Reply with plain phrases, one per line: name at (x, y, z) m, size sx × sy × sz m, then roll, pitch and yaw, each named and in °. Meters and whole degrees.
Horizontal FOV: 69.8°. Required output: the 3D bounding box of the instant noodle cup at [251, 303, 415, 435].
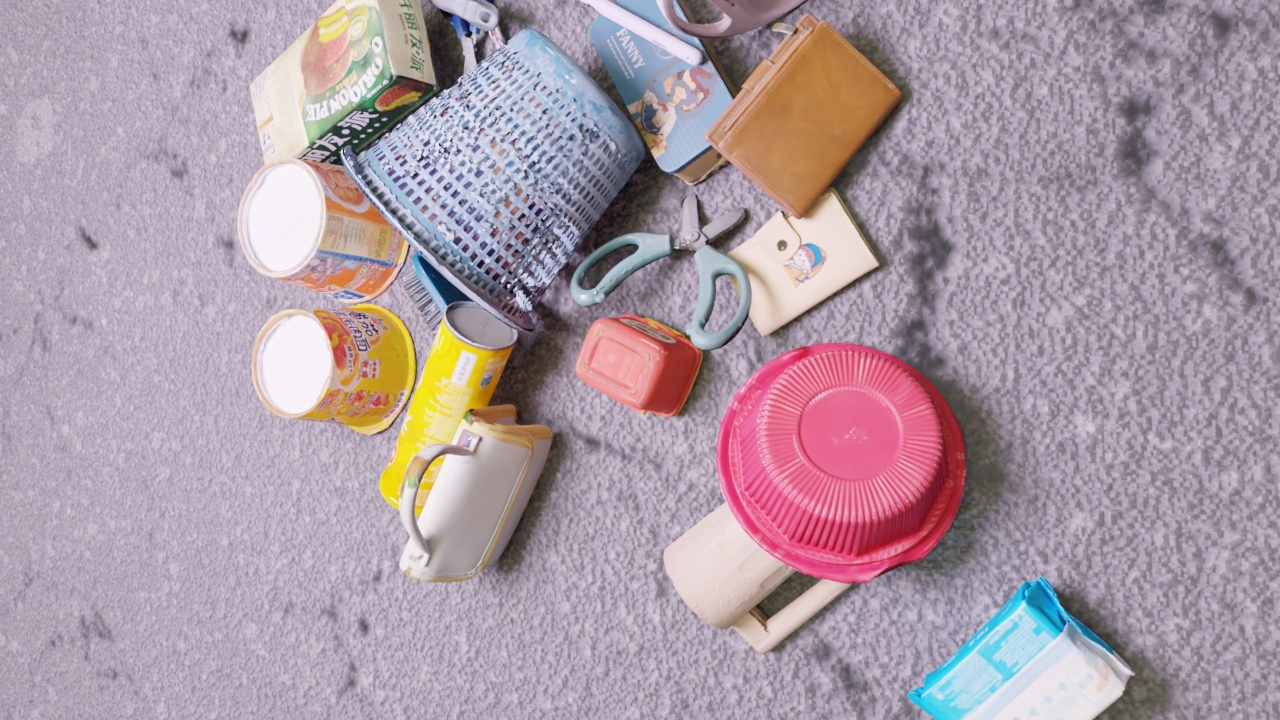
instant noodle cup at (-0.319, 0.005, 0.945) m, size 0.138 × 0.109 × 0.138 m, roll -1°, pitch 88°, yaw 25°

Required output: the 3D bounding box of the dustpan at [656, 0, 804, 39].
dustpan at (0.143, -0.343, 0.679) m, size 0.274 × 0.222 × 0.139 m, roll -5°, pitch 88°, yaw 31°

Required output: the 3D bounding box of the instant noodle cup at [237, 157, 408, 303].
instant noodle cup at (-0.335, -0.139, 0.957) m, size 0.152 × 0.111 × 0.151 m, roll -1°, pitch 87°, yaw 26°

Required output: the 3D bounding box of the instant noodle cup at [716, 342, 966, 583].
instant noodle cup at (0.154, 0.064, 0.691) m, size 0.194 × 0.066 × 0.193 m, roll -1°, pitch 67°, yaw 3°

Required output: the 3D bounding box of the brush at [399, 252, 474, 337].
brush at (-0.179, -0.056, 0.908) m, size 0.074 × 0.055 × 0.144 m, roll -41°, pitch 72°, yaw 22°

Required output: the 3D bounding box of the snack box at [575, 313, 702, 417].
snack box at (-0.005, 0.005, 0.807) m, size 0.091 × 0.080 × 0.082 m, roll 26°, pitch 100°, yaw 24°

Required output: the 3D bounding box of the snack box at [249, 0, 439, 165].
snack box at (-0.313, -0.284, 0.951) m, size 0.241 × 0.063 × 0.114 m, roll -21°, pitch 79°, yaw 37°

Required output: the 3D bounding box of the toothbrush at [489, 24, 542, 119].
toothbrush at (-0.135, -0.313, 0.920) m, size 0.016 × 0.017 × 0.187 m, roll -37°, pitch 70°, yaw 39°

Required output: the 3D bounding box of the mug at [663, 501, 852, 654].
mug at (0.098, 0.171, 0.758) m, size 0.124 × 0.084 × 0.104 m, roll 45°, pitch 107°, yaw -5°

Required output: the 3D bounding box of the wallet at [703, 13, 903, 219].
wallet at (0.127, -0.202, 0.742) m, size 0.119 × 0.035 × 0.131 m, roll 40°, pitch 95°, yaw -5°

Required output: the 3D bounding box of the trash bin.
trash bin at (-0.111, -0.169, 0.808) m, size 0.195 × 0.226 × 0.226 m, roll -44°, pitch 70°, yaw 5°

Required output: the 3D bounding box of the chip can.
chip can at (-0.184, 0.049, 0.866) m, size 0.072 × 0.071 × 0.214 m, roll 40°, pitch 122°, yaw 22°

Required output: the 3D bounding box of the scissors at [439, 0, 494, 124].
scissors at (-0.178, -0.330, 0.936) m, size 0.157 × 0.012 × 0.166 m, roll 45°, pitch 120°, yaw 32°

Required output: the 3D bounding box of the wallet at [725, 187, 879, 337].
wallet at (0.131, -0.086, 0.776) m, size 0.115 × 0.024 × 0.087 m, roll -34°, pitch 71°, yaw 24°

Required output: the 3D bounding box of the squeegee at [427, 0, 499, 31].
squeegee at (-0.213, -0.372, 0.931) m, size 0.250 × 0.040 × 0.248 m, roll 33°, pitch 113°, yaw 33°

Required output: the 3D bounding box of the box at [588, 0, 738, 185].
box at (0.027, -0.252, 0.814) m, size 0.090 × 0.059 × 0.184 m, roll -34°, pitch 75°, yaw 20°

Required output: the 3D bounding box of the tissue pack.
tissue pack at (0.275, 0.235, 0.670) m, size 0.090 × 0.063 × 0.140 m, roll 44°, pitch 107°, yaw 19°

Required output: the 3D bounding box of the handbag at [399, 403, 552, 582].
handbag at (-0.159, 0.124, 0.825) m, size 0.063 × 0.178 × 0.163 m, roll 27°, pitch 98°, yaw 19°

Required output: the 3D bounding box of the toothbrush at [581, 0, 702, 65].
toothbrush at (-0.021, -0.299, 0.799) m, size 0.189 × 0.029 × 0.021 m, roll 35°, pitch 65°, yaw 23°

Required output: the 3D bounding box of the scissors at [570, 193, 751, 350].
scissors at (0.031, -0.068, 0.782) m, size 0.170 × 0.019 × 0.179 m, roll -28°, pitch 53°, yaw -2°
